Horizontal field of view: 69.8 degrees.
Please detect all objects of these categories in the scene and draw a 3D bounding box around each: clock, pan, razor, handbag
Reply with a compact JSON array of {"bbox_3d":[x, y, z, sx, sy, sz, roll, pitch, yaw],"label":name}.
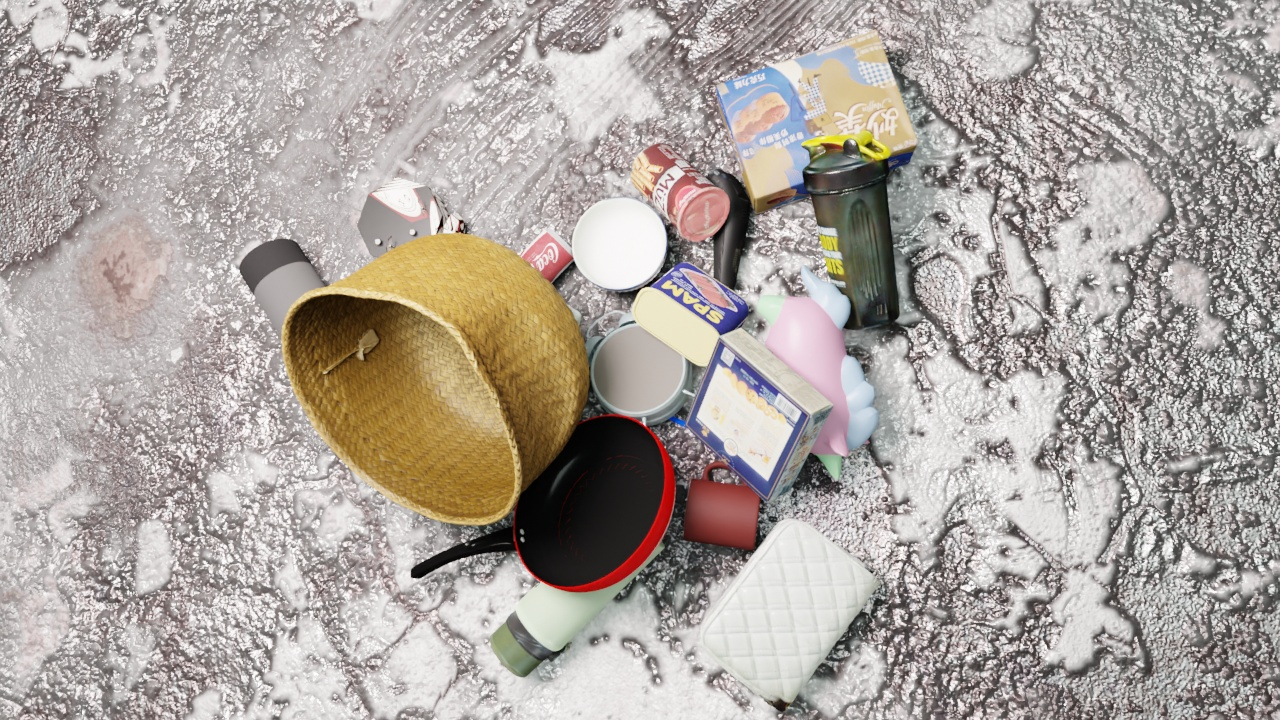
[{"bbox_3d":[-0.291,-0.164,1.180,0.154,0.065,0.114,40,89,12],"label":"clock"},{"bbox_3d":[-0.007,0.006,1.120,0.122,0.045,0.159,-35,69,-3],"label":"clock"},{"bbox_3d":[-0.115,0.194,1.070,0.357,0.067,0.208,-28,48,20],"label":"pan"},{"bbox_3d":[0.101,-0.160,1.139,0.067,0.053,0.151,3,91,35],"label":"razor"},{"bbox_3d":[0.167,0.286,1.056,0.139,0.072,0.195,39,89,2],"label":"handbag"}]

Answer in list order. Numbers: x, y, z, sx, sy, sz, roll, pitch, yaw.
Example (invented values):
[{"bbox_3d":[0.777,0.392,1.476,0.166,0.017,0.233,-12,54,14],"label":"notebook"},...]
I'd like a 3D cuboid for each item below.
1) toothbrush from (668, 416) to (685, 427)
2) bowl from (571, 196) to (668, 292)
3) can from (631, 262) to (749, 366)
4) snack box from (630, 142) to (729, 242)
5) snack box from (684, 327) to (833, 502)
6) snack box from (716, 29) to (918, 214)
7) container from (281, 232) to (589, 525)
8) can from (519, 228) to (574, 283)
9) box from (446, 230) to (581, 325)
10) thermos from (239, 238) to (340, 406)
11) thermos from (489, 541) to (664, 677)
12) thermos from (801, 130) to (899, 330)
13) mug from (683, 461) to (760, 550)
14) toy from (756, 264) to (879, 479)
[{"bbox_3d":[0.087,0.091,1.118,0.182,0.018,0.016,25,62,11],"label":"toothbrush"},{"bbox_3d":[-0.022,-0.138,1.141,0.118,0.062,0.118,-1,83,7],"label":"bowl"},{"bbox_3d":[0.063,-0.059,1.099,0.116,0.092,0.057,35,131,11],"label":"can"},{"bbox_3d":[0.046,-0.206,1.112,0.072,0.072,0.121,-40,52,1],"label":"snack box"},{"bbox_3d":[0.129,0.062,1.040,0.042,0.145,0.144,-22,54,-39],"label":"snack box"},{"bbox_3d":[0.213,-0.289,1.124,0.203,0.069,0.155,-18,82,5],"label":"snack box"},{"bbox_3d":[-0.217,0.009,1.030,0.307,0.196,0.308,15,126,22],"label":"container"},{"bbox_3d":[-0.131,-0.117,1.158,0.054,0.054,0.096,44,90,11],"label":"can"},{"bbox_3d":[-0.159,-0.067,1.116,0.197,0.135,0.040,33,60,11],"label":"box"},{"bbox_3d":[-0.415,-0.038,1.173,0.082,0.082,0.240,-36,79,2],"label":"thermos"},{"bbox_3d":[-0.076,0.277,1.089,0.231,0.082,0.082,-45,79,0],"label":"thermos"},{"bbox_3d":[0.248,-0.149,1.054,0.098,0.098,0.221,-12,109,6],"label":"thermos"},{"bbox_3d":[0.100,0.168,1.086,0.082,0.073,0.105,7,55,9],"label":"mug"},{"bbox_3d":[0.204,0.011,1.062,0.171,0.120,0.222,22,102,24],"label":"toy"}]
